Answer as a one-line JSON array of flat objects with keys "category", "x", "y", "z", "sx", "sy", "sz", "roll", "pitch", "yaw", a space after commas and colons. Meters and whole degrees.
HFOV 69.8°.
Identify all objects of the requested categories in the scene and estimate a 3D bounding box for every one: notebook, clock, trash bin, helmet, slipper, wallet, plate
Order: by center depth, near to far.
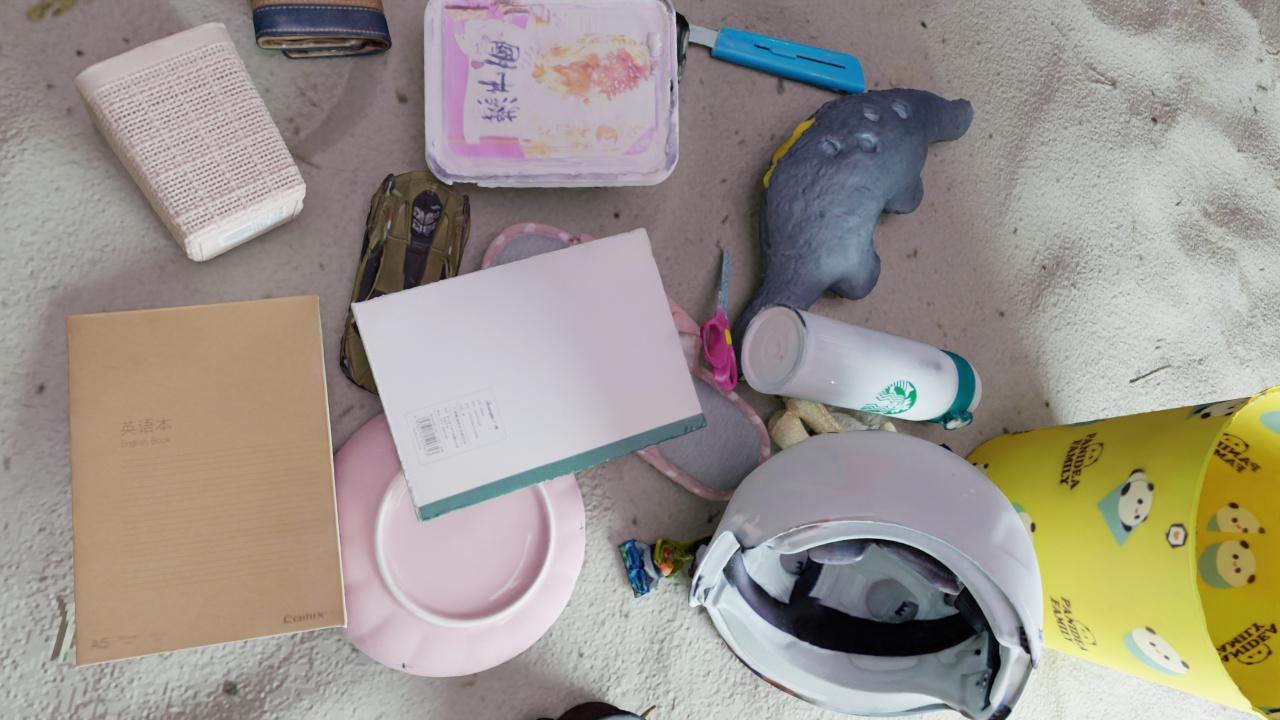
[{"category": "notebook", "x": -0.266, "y": 0.068, "z": 0.562, "sx": 0.149, "sy": 0.012, "sz": 0.211, "roll": -6, "pitch": 79, "yaw": -13}, {"category": "plate", "x": -0.121, "y": 0.116, "z": 0.618, "sx": 0.192, "sy": 0.039, "sz": 0.192, "roll": 5, "pitch": 79, "yaw": -25}, {"category": "notebook", "x": -0.069, "y": 0.005, "z": 0.619, "sx": 0.208, "sy": 0.012, "sz": 0.150, "roll": -17, "pitch": 87, "yaw": -19}, {"category": "clock", "x": -0.038, "y": 0.282, "z": 0.632, "sx": 0.121, "sy": 0.055, "sz": 0.082, "roll": -6, "pitch": 87, "yaw": -22}, {"category": "wallet", "x": -0.226, "y": -0.269, "z": 0.632, "sx": 0.090, "sy": 0.033, "sz": 0.115, "roll": -10, "pitch": 87, "yaw": -25}, {"category": "helmet", "x": 0.159, "y": 0.139, "z": 0.642, "sx": 0.229, "sy": 0.259, "sz": 0.145, "roll": 18, "pitch": 55, "yaw": 12}, {"category": "slipper", "x": -0.004, "y": 0.004, "z": 0.678, "sx": 0.274, "sy": 0.054, "sz": 0.114, "roll": 43, "pitch": 70, "yaw": -14}, {"category": "trash bin", "x": 0.394, "y": 0.143, "z": 0.714, "sx": 0.229, "sy": 0.256, "sz": 0.229, "roll": 3, "pitch": 82, "yaw": -22}]

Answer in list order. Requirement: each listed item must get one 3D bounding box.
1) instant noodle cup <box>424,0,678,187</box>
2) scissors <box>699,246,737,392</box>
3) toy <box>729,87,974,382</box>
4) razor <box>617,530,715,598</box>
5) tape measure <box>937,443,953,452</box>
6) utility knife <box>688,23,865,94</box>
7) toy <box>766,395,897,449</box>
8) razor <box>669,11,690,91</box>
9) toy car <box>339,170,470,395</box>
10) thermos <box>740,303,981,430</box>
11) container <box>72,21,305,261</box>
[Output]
[{"category": "instant noodle cup", "x": -0.061, "y": -0.187, "z": 0.650, "sx": 0.173, "sy": 0.060, "sz": 0.138, "roll": -1, "pitch": 88, "yaw": -1}, {"category": "scissors", "x": 0.061, "y": -0.041, "z": 0.701, "sx": 0.064, "sy": 0.017, "sz": 0.135, "roll": 51, "pitch": 36, "yaw": -44}, {"category": "toy", "x": 0.167, "y": -0.137, "z": 0.753, "sx": 0.355, "sy": 0.091, "sz": 0.138, "roll": -50, "pitch": 130, "yaw": -18}, {"category": "razor", "x": 0.054, "y": 0.138, "z": 0.704, "sx": 0.142, "sy": 0.022, "sz": 0.042, "roll": -17, "pitch": 92, "yaw": -23}, {"category": "tape measure", "x": 0.246, "y": 0.099, "z": 0.768, "sx": 0.025, "sy": 0.055, "sz": 0.058, "roll": -16, "pitch": 88, "yaw": -26}, {"category": "utility knife", "x": 0.100, "y": -0.259, "z": 0.771, "sx": 0.202, "sy": 0.018, "sz": 0.034, "roll": 6, "pitch": 82, "yaw": -20}, {"category": "toy", "x": 0.170, "y": 0.083, "z": 0.734, "sx": 0.157, "sy": 0.066, "sz": 0.105, "roll": 40, "pitch": 71, "yaw": -3}, {"category": "razor", "x": -0.030, "y": -0.272, "z": 0.699, "sx": 0.167, "sy": 0.068, "sz": 0.062, "roll": 39, "pitch": 27, "yaw": -7}, {"category": "toy car", "x": -0.160, "y": -0.052, "z": 0.630, "sx": 0.070, "sy": 0.042, "sz": 0.158, "roll": 12, "pitch": 82, "yaw": -20}, {"category": "thermos", "x": 0.184, "y": 0.011, "z": 0.725, "sx": 0.224, "sy": 0.073, "sz": 0.073, "roll": 11, "pitch": 79, "yaw": -35}, {"category": "container", "x": -0.270, "y": -0.130, "z": 0.568, "sx": 0.089, "sy": 0.090, "sz": 0.111, "roll": -33, "pitch": 100, "yaw": -22}]
